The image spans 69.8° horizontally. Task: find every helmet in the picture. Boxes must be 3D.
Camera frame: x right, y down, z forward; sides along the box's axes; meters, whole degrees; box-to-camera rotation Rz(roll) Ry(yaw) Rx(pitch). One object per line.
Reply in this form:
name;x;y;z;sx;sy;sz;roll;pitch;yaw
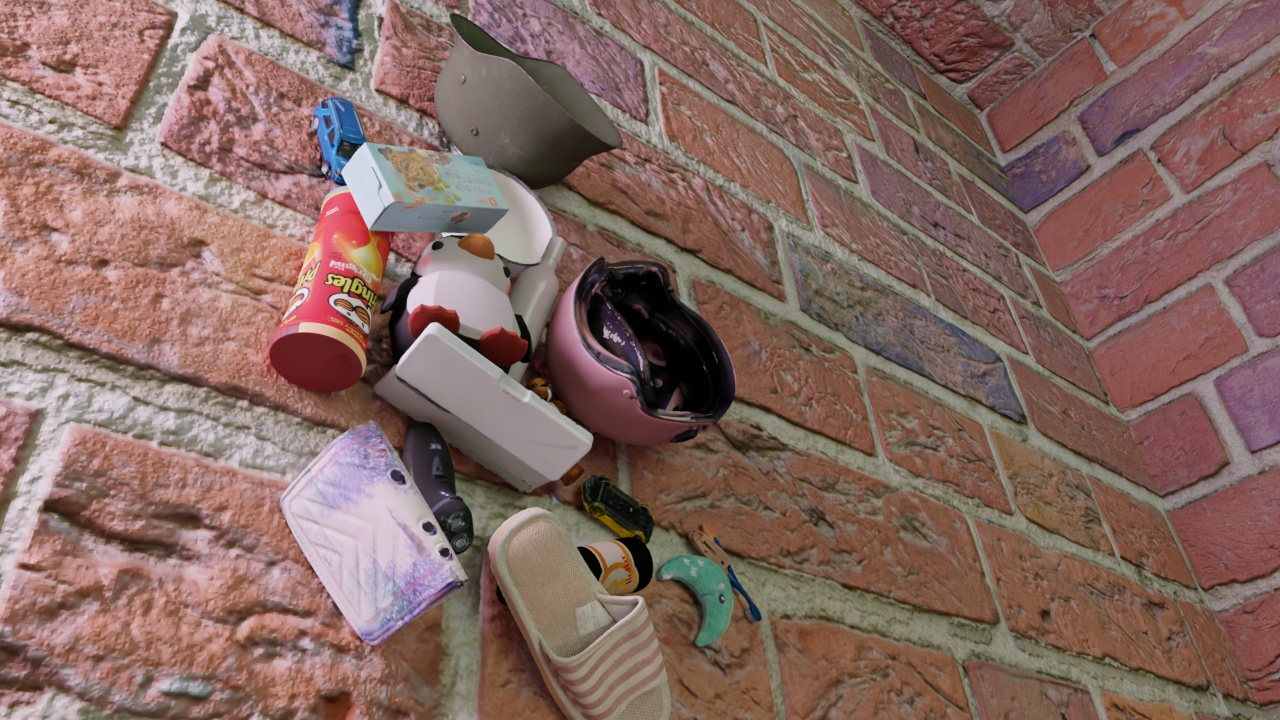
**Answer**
helmet;-0.172;-0.322;1.198;0.268;0.154;0.226;45;19;-6
helmet;-0.007;0.006;1.099;0.254;0.153;0.230;4;54;-47

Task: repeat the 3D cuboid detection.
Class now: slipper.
slipper;-0.048;0.256;0.866;0.114;0.052;0.263;-37;102;-30

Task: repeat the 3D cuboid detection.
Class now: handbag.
handbag;-0.219;0.144;0.775;0.158;0.127;0.069;55;34;8

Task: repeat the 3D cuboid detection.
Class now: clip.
clip;0.083;0.227;1.103;0.025;0.050;0.061;-38;56;-20

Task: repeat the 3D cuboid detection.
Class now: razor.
razor;-0.195;0.118;0.877;0.053;0.064;0.140;12;47;-43

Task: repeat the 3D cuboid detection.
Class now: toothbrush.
toothbrush;0.109;0.259;1.123;0.021;0.017;0.135;-7;62;-54

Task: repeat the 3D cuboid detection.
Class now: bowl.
bowl;-0.184;-0.161;1.122;0.153;0.073;0.153;28;42;-29

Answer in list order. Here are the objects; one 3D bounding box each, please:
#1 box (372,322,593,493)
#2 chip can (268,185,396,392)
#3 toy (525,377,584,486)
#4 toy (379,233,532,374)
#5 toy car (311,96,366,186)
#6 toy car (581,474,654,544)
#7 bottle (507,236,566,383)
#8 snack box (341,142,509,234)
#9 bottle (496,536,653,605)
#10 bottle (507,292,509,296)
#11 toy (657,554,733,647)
box;-0.158;0.059;0.905;0.197;0.136;0.044;38;40;-17
chip can;-0.299;-0.076;0.915;0.087;0.087;0.212;28;41;-28
toy;-0.106;0.084;1.002;0.087;0.067;0.112;-33;72;-29
toy;-0.196;-0.053;0.974;0.159;0.140;0.183;20;39;-24
toy car;-0.343;-0.251;1.055;0.056;0.044;0.120;4;57;-45
toy car;-0.027;0.170;1.040;0.107;0.030;0.049;40;39;-18
bottle;-0.129;-0.059;1.049;0.052;0.053;0.194;33;63;-23
snack box;-0.225;-0.180;0.979;0.174;0.053;0.075;-9;67;-54
bottle;-0.068;0.219;0.928;0.181;0.059;0.059;0;59;-47
bottle;-0.165;-0.065;1.085;0.111;0.043;0.043;35;39;-22
toy;0.072;0.270;1.060;0.084;0.033;0.105;-21;76;-41
